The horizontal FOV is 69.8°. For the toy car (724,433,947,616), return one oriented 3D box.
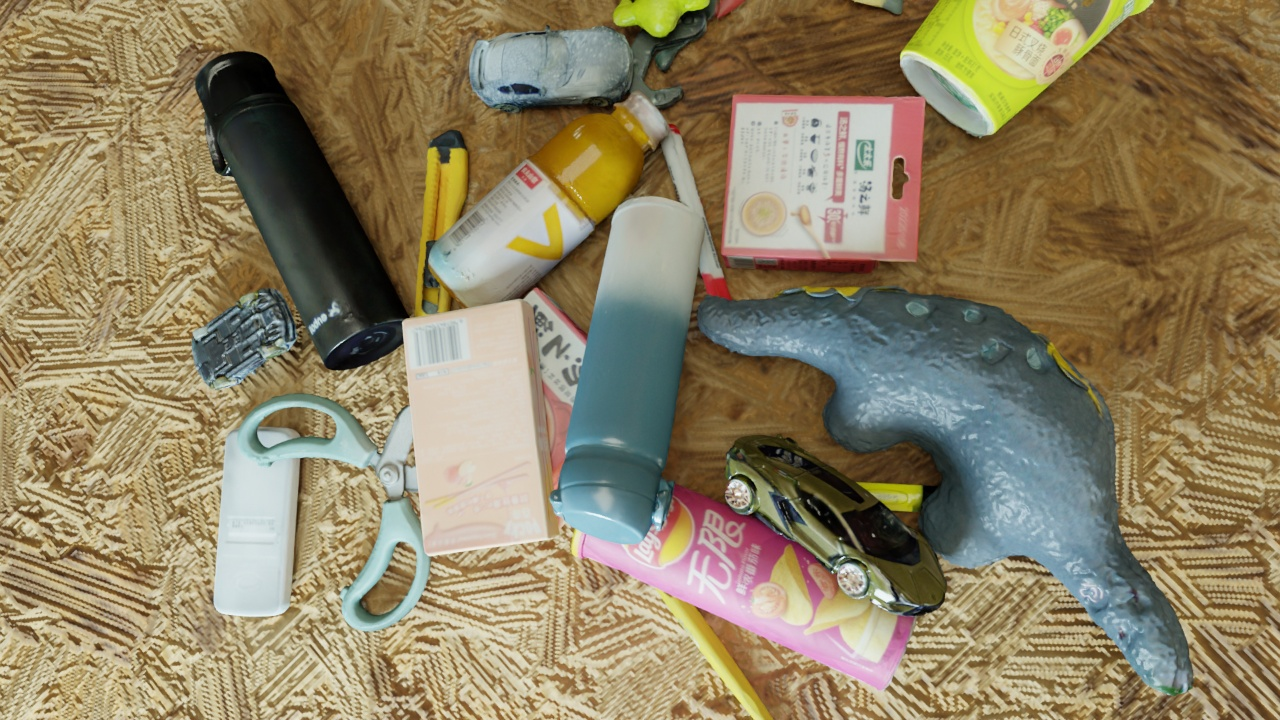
[{"bbox_3d":[0.118,0.096,0.561,0.158,0.070,0.042,37,119,32],"label":"toy car"}]

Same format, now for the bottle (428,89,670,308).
[{"bbox_3d":[-0.061,-0.110,0.638,0.189,0.068,0.068,-42,78,2],"label":"bottle"}]

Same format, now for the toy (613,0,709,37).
[{"bbox_3d":[0.012,-0.279,0.657,0.097,0.031,0.100,-36,63,1],"label":"toy"}]

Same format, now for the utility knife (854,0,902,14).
[{"bbox_3d":[0.091,-0.290,0.646,0.204,0.021,0.031,19,85,3],"label":"utility knife"}]

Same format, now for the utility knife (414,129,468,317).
[{"bbox_3d":[-0.148,-0.066,0.673,0.033,0.015,0.216,2,83,12],"label":"utility knife"}]

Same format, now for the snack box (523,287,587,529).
[{"bbox_3d":[-0.065,0.034,0.632,0.113,0.044,0.127,-45,79,2],"label":"snack box"}]

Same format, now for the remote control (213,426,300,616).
[{"bbox_3d":[-0.279,0.116,0.669,0.056,0.020,0.136,-1,82,8],"label":"remote control"}]

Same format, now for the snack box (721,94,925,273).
[{"bbox_3d":[0.122,-0.118,0.620,0.127,0.044,0.113,4,83,11],"label":"snack box"}]

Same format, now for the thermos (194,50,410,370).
[{"bbox_3d":[-0.255,-0.106,0.678,0.090,0.068,0.242,-40,74,35],"label":"thermos"}]

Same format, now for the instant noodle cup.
[{"bbox_3d":[0.237,-0.214,0.588,0.111,0.111,0.123,43,99,12],"label":"instant noodle cup"}]

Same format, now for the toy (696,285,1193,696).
[{"bbox_3d":[0.199,0.040,0.560,0.356,0.091,0.138,43,90,18],"label":"toy"}]

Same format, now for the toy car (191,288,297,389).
[{"bbox_3d":[-0.290,-0.015,0.673,0.106,0.031,0.049,-25,85,30],"label":"toy car"}]

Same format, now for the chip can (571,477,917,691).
[{"bbox_3d":[0.065,0.133,0.584,0.210,0.071,0.071,22,87,11],"label":"chip can"}]

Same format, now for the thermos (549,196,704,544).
[{"bbox_3d":[-0.003,0.003,0.574,0.070,0.070,0.220,5,64,10],"label":"thermos"}]

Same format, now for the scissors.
[{"bbox_3d":[-0.207,0.104,0.642,0.171,0.019,0.170,9,97,7],"label":"scissors"}]

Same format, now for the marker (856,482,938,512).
[{"bbox_3d":[0.195,0.090,0.596,0.124,0.015,0.018,2,82,8],"label":"marker"}]

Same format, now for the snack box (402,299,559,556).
[{"bbox_3d":[-0.105,0.044,0.600,0.084,0.026,0.157,-9,82,9],"label":"snack box"}]

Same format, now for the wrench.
[{"bbox_3d":[0.090,-0.288,0.662,0.273,0.016,0.056,-44,82,2],"label":"wrench"}]

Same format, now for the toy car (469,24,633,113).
[{"bbox_3d":[-0.065,-0.212,0.664,0.121,0.036,0.054,2,83,15],"label":"toy car"}]

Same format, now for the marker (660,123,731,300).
[{"bbox_3d":[0.039,-0.098,0.646,0.017,0.017,0.145,-17,80,7],"label":"marker"}]

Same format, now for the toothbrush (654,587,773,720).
[{"bbox_3d":[0.070,0.221,0.599,0.016,0.016,0.190,-38,78,3],"label":"toothbrush"}]
